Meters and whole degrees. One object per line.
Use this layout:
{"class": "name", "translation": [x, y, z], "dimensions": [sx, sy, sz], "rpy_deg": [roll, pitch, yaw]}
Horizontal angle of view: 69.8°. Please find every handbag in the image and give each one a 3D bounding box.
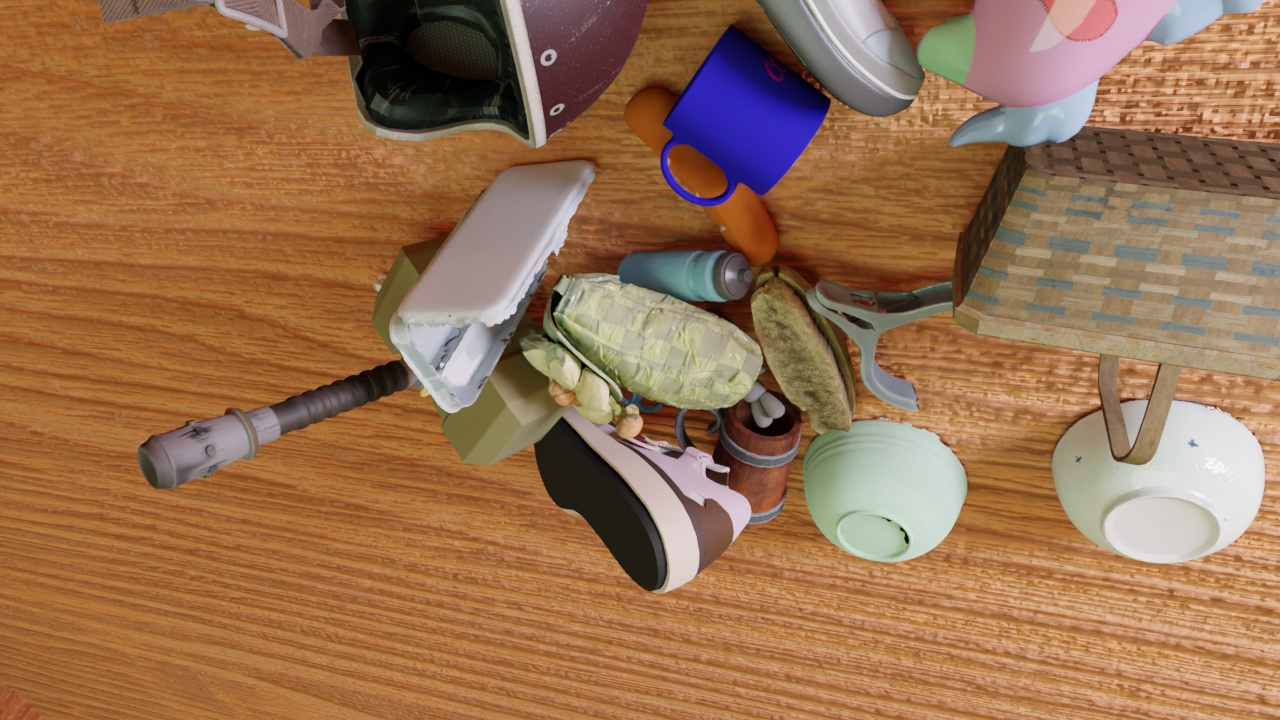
{"class": "handbag", "translation": [-0.004, 0.004, 0.731], "dimensions": [0.186, 0.116, 0.113], "rpy_deg": [22, 168, -2]}

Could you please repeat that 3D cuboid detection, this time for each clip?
{"class": "clip", "translation": [0.210, -0.005, 0.736], "dimensions": [0.169, 0.031, 0.165], "rpy_deg": [5, 139, 7]}

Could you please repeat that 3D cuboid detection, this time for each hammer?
{"class": "hammer", "translation": [-0.227, 0.024, 0.731], "dimensions": [0.190, 0.323, 0.101], "rpy_deg": [54, 135, 12]}

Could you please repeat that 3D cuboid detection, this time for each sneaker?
{"class": "sneaker", "translation": [0.118, -0.272, 0.516], "dimensions": [0.256, 0.092, 0.161], "rpy_deg": [43, 124, -18]}
{"class": "sneaker", "translation": [-0.006, 0.096, 0.844], "dimensions": [0.294, 0.116, 0.112], "rpy_deg": [29, 130, 56]}

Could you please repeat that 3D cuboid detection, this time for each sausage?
{"class": "sausage", "translation": [0.051, -0.137, 0.691], "dimensions": [0.045, 0.039, 0.164], "rpy_deg": [-19, 121, 46]}

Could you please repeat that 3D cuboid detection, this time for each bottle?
{"class": "bottle", "translation": [0.037, -0.067, 0.731], "dimensions": [0.130, 0.040, 0.040], "rpy_deg": [6, 136, 47]}

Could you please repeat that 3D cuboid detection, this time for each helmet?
{"class": "helmet", "translation": [-0.120, -0.231, 0.525], "dimensions": [0.253, 0.233, 0.234], "rpy_deg": [-13, 158, -4]}

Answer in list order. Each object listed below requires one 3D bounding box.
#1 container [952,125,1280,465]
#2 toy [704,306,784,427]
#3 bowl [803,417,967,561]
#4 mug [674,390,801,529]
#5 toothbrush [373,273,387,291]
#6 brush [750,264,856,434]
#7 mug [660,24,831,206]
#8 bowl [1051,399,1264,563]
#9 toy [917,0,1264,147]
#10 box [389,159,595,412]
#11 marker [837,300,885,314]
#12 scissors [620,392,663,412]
{"class": "container", "translation": [0.329, -0.036, 0.586], "dimensions": [0.250, 0.157, 0.187], "rpy_deg": [10, 122, 15]}
{"class": "toy", "translation": [0.084, 0.007, 0.797], "dimensions": [0.111, 0.030, 0.049], "rpy_deg": [56, 134, 10]}
{"class": "bowl", "translation": [0.218, 0.132, 0.838], "dimensions": [0.151, 0.076, 0.151], "rpy_deg": [12, 135, 13]}
{"class": "mug", "translation": [0.087, 0.085, 0.851], "dimensions": [0.117, 0.081, 0.111], "rpy_deg": [17, 131, 9]}
{"class": "toothbrush", "translation": [-0.176, -0.036, 0.897], "dimensions": [0.181, 0.018, 0.016], "rpy_deg": [28, 137, -3]}
{"class": "brush", "translation": [0.139, -0.002, 0.762], "dimensions": [0.059, 0.043, 0.195], "rpy_deg": [-5, 137, 29]}
{"class": "mug", "translation": [0.062, -0.157, 0.628], "dimensions": [0.083, 0.079, 0.111], "rpy_deg": [34, 106, -9]}
{"class": "bowl", "translation": [0.414, 0.109, 0.736], "dimensions": [0.153, 0.072, 0.154], "rpy_deg": [12, 135, 12]}
{"class": "toy", "translation": [0.253, -0.206, 0.490], "dimensions": [0.171, 0.119, 0.223], "rpy_deg": [23, 125, 21]}
{"class": "box", "translation": [-0.104, -0.057, 0.712], "dimensions": [0.130, 0.210, 0.106], "rpy_deg": [-2, 131, 26]}
{"class": "marker", "translation": [0.167, -0.042, 0.746], "dimensions": [0.142, 0.012, 0.013], "rpy_deg": [-3, 129, 26]}
{"class": "scissors", "translation": [0.007, -0.002, 0.855], "dimensions": [0.055, 0.015, 0.137], "rpy_deg": [19, 129, 4]}
